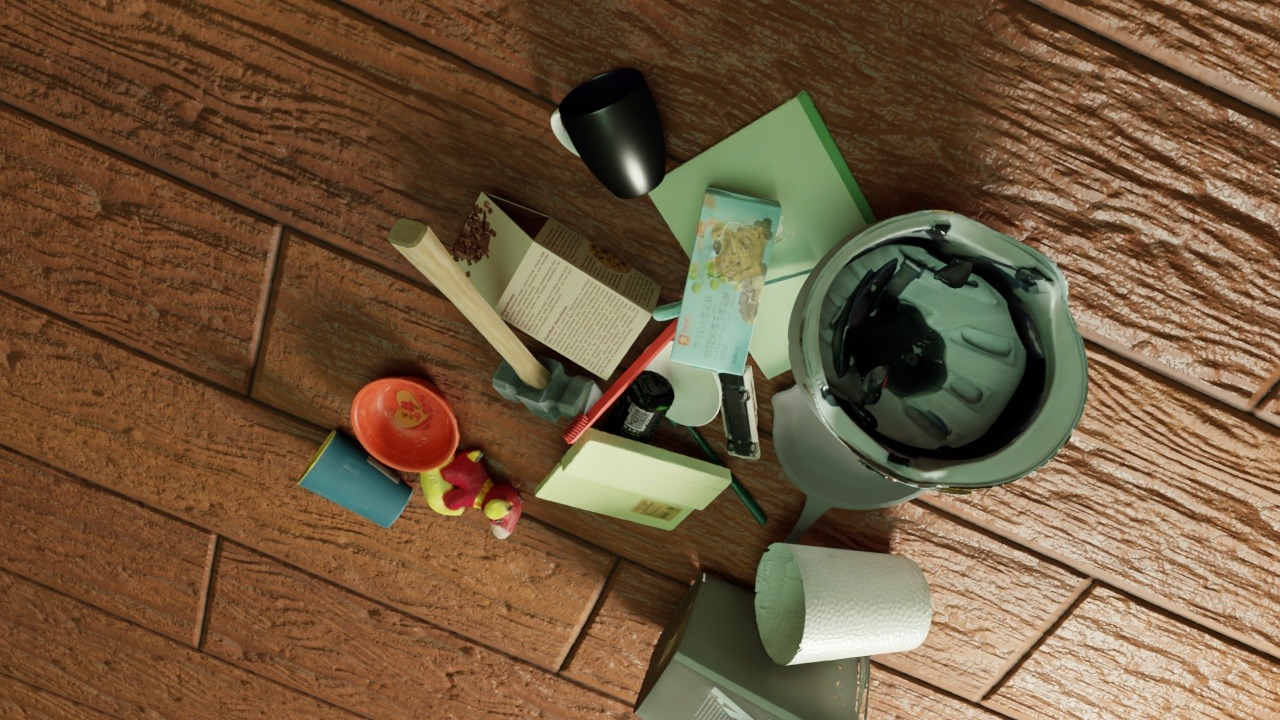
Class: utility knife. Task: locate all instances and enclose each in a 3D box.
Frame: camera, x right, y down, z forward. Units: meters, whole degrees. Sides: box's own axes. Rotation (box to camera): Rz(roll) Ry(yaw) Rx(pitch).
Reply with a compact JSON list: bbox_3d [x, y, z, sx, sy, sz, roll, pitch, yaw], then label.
[{"bbox_3d":[0.095,-0.068,0.935,0.177,0.022,0.016,-14,118,13],"label":"utility knife"}]

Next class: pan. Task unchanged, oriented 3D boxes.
[{"bbox_3d":[0.219,0.128,1.031,0.216,0.024,0.355,24,120,-3],"label":"pan"}]

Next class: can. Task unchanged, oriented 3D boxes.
[{"bbox_3d":[-0.009,0.068,1.010,0.054,0.053,0.138,25,135,-4],"label":"can"}]

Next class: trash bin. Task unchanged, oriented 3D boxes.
[{"bbox_3d":[0.131,0.392,1.111,0.220,0.197,0.198,28,120,2],"label":"trash bin"},{"bbox_3d":[0.230,0.274,1.037,0.161,0.133,0.133,4,122,-16],"label":"trash bin"}]

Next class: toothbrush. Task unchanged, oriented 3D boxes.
[{"bbox_3d":[-0.006,0.006,0.953,0.212,0.012,0.018,-47,144,-1],"label":"toothbrush"},{"bbox_3d":[0.088,0.122,1.058,0.017,0.016,0.190,-32,109,22],"label":"toothbrush"}]

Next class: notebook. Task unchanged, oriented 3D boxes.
[{"bbox_3d":[0.145,-0.114,0.919,0.182,0.010,0.252,-27,111,23],"label":"notebook"}]

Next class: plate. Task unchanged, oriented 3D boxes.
[{"bbox_3d":[0.048,0.020,0.991,0.104,0.026,0.104,22,129,29],"label":"plate"}]

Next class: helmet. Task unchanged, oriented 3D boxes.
[{"bbox_3d":[0.262,-0.008,0.852,0.264,0.163,0.236,31,93,-5],"label":"helmet"}]

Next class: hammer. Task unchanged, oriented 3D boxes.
[{"bbox_3d":[-0.142,-0.031,0.889,0.117,0.051,0.323,18,159,28],"label":"hammer"}]

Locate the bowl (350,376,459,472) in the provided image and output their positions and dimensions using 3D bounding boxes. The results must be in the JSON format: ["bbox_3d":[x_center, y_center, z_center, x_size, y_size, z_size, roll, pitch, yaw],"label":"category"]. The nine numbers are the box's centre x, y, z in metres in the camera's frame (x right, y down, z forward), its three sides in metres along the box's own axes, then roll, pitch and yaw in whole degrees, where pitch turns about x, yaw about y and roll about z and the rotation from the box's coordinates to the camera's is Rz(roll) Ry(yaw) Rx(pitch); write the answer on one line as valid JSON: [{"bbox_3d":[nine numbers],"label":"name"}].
[{"bbox_3d":[-0.269,0.066,1.076,0.130,0.045,0.131,5,120,8],"label":"bowl"}]

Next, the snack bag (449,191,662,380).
[{"bbox_3d":[-0.094,-0.081,0.947,0.206,0.069,0.095,31,120,-7],"label":"snack bag"}]

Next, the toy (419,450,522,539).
[{"bbox_3d":[-0.205,0.153,1.111,0.137,0.067,0.106,23,119,12],"label":"toy"}]

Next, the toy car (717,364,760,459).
[{"bbox_3d":[0.110,0.054,1.004,0.039,0.038,0.113,8,125,33],"label":"toy car"}]

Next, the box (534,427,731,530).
[{"bbox_3d":[-0.009,0.141,1.036,0.187,0.024,0.138,20,137,-26],"label":"box"}]

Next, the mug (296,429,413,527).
[{"bbox_3d":[-0.346,0.150,1.125,0.121,0.078,0.078,36,119,-16],"label":"mug"}]

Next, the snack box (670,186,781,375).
[{"bbox_3d":[0.082,-0.077,0.895,0.075,0.053,0.175,13,107,4],"label":"snack box"}]

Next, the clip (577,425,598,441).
[{"bbox_3d":[-0.057,0.099,1.075,0.046,0.014,0.050,0,117,11],"label":"clip"}]

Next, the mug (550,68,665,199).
[{"bbox_3d":[-0.032,-0.209,0.867,0.119,0.084,0.100,10,139,40],"label":"mug"}]
